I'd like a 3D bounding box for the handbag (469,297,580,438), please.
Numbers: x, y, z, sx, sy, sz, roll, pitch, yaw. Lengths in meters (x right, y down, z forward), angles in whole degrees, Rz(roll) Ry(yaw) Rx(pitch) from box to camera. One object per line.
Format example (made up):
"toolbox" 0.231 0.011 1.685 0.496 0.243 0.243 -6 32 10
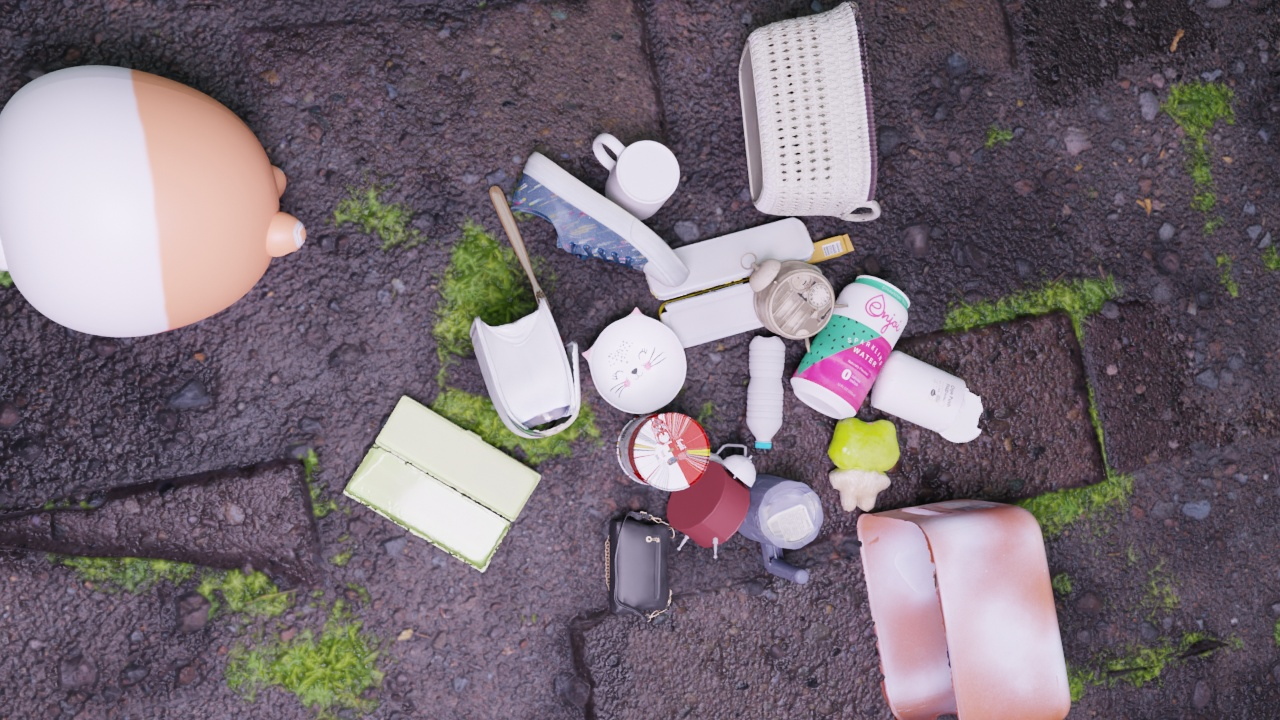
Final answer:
"handbag" -0.121 0.015 1.000 0.096 0.199 0.142 -19 91 -13

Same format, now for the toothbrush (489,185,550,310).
"toothbrush" -0.144 -0.132 1.098 0.016 0.016 0.167 -23 90 -10

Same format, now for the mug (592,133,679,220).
"mug" -0.013 -0.224 1.089 0.110 0.090 0.073 42 80 -5

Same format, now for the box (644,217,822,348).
"box" 0.117 -0.095 1.123 0.209 0.045 0.128 -16 87 -3

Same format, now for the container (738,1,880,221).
"container" 0.200 -0.287 1.092 0.143 0.185 0.251 -6 88 -2

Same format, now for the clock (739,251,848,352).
"clock" 0.172 -0.080 1.084 0.141 0.054 0.093 38 97 -18

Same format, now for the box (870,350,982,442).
"box" 0.371 0.048 1.150 0.165 0.094 0.084 23 79 1

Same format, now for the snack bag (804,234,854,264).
"snack bag" 0.221 -0.136 1.162 0.099 0.020 0.026 -19 89 -10

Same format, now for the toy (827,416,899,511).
"toy" 0.276 0.130 1.144 0.092 0.043 0.117 6 88 -12

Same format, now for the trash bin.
"trash bin" 0.379 0.301 1.083 0.157 0.182 0.259 -8 87 -13

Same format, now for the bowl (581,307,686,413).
"bowl" -0.006 0.006 1.095 0.114 0.051 0.114 1 86 -10

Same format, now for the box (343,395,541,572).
"box" -0.226 0.141 1.057 0.187 0.030 0.138 30 88 -7

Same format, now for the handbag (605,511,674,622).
"handbag" 0.002 0.243 1.081 0.079 0.054 0.128 3 82 -16

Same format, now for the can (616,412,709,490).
"can" 0.025 0.104 1.061 0.086 0.116 0.086 1 86 -10

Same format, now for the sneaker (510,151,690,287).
"sneaker" -0.052 -0.149 1.077 0.235 0.087 0.079 36 93 3

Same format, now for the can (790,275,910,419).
"can" 0.258 -0.016 1.126 0.088 0.088 0.165 32 81 -7

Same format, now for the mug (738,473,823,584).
"mug" 0.164 0.198 1.087 0.083 0.104 0.124 -9 87 -12

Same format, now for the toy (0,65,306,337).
"toy" -0.493 -0.153 0.918 0.280 0.262 0.266 -6 130 -28

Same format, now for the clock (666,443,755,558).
"clock" 0.085 0.158 1.076 0.048 0.096 0.137 39 68 -27

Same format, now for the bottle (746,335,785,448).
"bottle" 0.153 0.040 1.126 0.044 0.044 0.136 4 86 -10
